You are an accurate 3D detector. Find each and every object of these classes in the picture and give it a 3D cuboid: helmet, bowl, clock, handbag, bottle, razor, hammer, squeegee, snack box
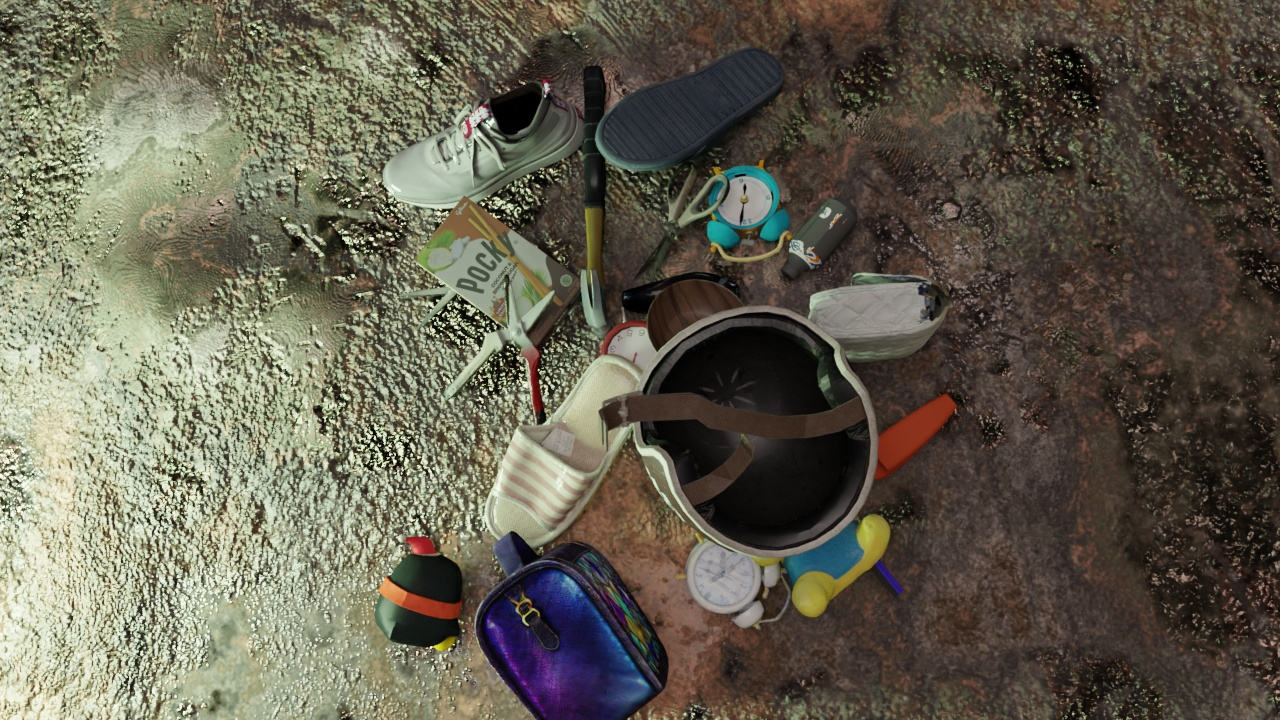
[{"bbox_3d":[0.099,0.067,0.860,0.233,0.253,0.234,-27,107,-1],"label":"helmet"},{"bbox_3d":[0.064,-0.031,1.033,0.119,0.032,0.119,3,66,-6],"label":"bowl"},{"bbox_3d":[0.127,-0.179,1.103,0.099,0.044,0.129,-8,71,7],"label":"clock"},{"bbox_3d":[0.107,0.245,1.023,0.125,0.052,0.088,25,83,8],"label":"clock"},{"bbox_3d":[0.248,-0.044,0.983,0.139,0.195,0.072,-4,82,9],"label":"handbag"},{"bbox_3d":[-0.079,0.275,0.967,0.125,0.205,0.222,-38,83,-1],"label":"handbag"},{"bbox_3d":[0.208,-0.142,1.081,0.047,0.047,0.112,40,86,13],"label":"bottle"},{"bbox_3d":[0.048,-0.069,1.087,0.140,0.053,0.063,-5,72,8],"label":"razor"},{"bbox_3d":[-0.055,-0.202,1.105,0.025,0.118,0.332,-2,74,5],"label":"hammer"},{"bbox_3d":[0.273,0.104,1.022,0.185,0.055,0.249,-43,68,14],"label":"squeegee"},{"bbox_3d":[-0.006,0.007,1.084,0.087,0.044,0.124,14,81,10],"label":"clock"},{"bbox_3d":[-0.171,-0.106,1.123,0.186,0.031,0.101,36,85,6],"label":"snack box"}]

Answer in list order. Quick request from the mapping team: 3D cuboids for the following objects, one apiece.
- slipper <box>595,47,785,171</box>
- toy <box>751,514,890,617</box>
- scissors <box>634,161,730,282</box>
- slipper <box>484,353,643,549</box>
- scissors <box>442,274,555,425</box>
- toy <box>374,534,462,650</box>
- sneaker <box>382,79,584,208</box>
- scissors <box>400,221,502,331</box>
[{"bbox_3d":[0.063,-0.291,1.119,0.263,0.083,0.101,-32,75,-19],"label":"slipper"},{"bbox_3d":[0.156,0.164,0.992,0.148,0.084,0.214,-35,60,-21],"label":"toy"},{"bbox_3d":[0.049,-0.167,1.106,0.154,0.012,0.163,-13,63,36],"label":"scissors"},{"bbox_3d":[-0.089,0.106,1.052,0.115,0.052,0.263,38,98,9],"label":"slipper"},{"bbox_3d":[-0.165,0.002,1.098,0.179,0.015,0.199,-14,97,17],"label":"scissors"},{"bbox_3d":[-0.246,0.263,1.041,0.097,0.099,0.119,20,84,13],"label":"toy"},{"bbox_3d":[-0.202,-0.267,1.119,0.263,0.128,0.096,-19,77,6],"label":"sneaker"},{"bbox_3d":[-0.223,-0.105,1.150,0.141,0.014,0.164,13,81,7],"label":"scissors"}]
